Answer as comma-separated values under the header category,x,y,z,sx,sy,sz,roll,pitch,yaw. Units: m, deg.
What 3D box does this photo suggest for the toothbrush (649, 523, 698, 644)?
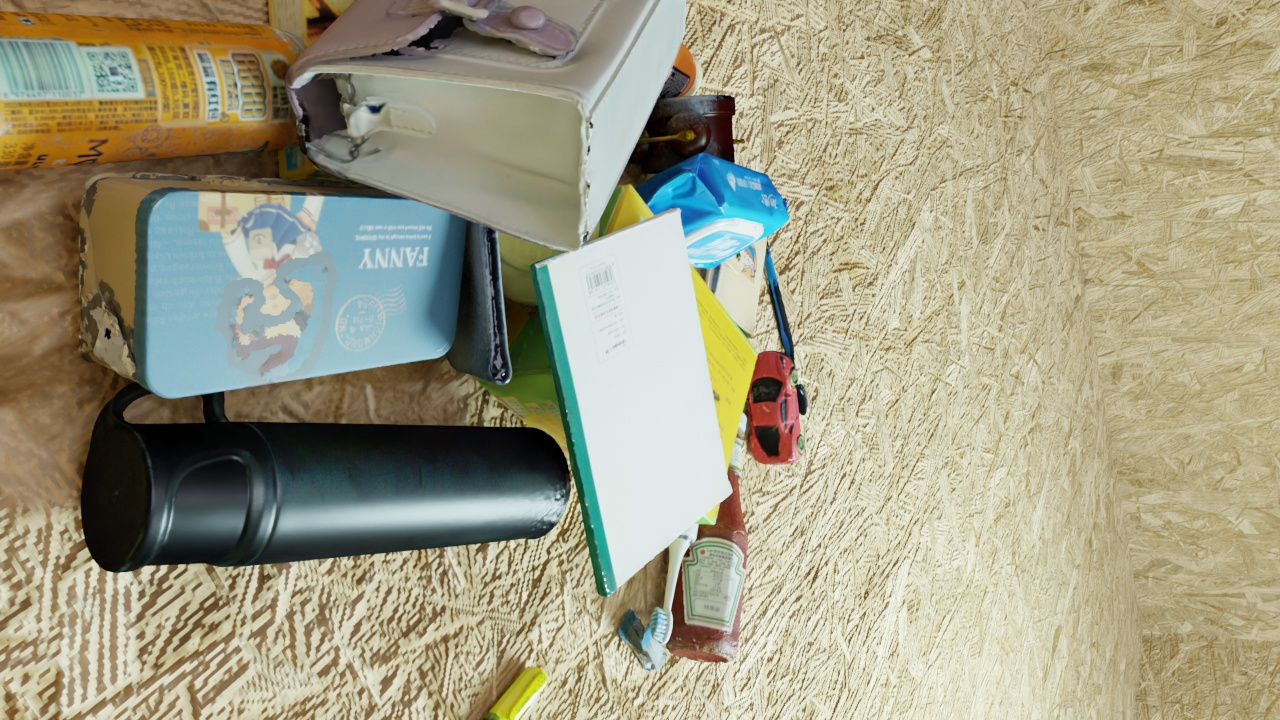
category,x,y,z,sx,sy,sz,roll,pitch,yaw
toothbrush,0.035,0.112,0.717,0.026,0.027,0.220,37,50,-32

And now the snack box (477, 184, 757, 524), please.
category,x,y,z,sx,sy,sz,roll,pitch,yaw
snack box,-0.004,0.004,0.656,0.210,0.070,0.157,48,50,-42

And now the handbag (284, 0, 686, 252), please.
category,x,y,z,sx,sy,sz,roll,pitch,yaw
handbag,-0.063,-0.159,0.453,0.099,0.145,0.196,90,14,-45

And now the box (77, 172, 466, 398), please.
category,x,y,z,sx,sy,sz,roll,pitch,yaw
box,-0.159,-0.040,0.433,0.183,0.060,0.090,-14,117,-52

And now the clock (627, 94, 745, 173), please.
category,x,y,z,sx,sy,sz,roll,pitch,yaw
clock,0.029,-0.176,0.717,0.121,0.082,0.055,-22,110,-56

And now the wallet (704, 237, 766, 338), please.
category,x,y,z,sx,sy,sz,roll,pitch,yaw
wallet,0.088,-0.089,0.840,0.087,0.024,0.115,36,59,-46

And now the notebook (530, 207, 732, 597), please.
category,x,y,z,sx,sy,sz,roll,pitch,yaw
notebook,0.001,0.022,0.580,0.150,0.012,0.209,-30,116,-49

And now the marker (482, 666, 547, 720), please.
category,x,y,z,sx,sy,sz,roll,pitch,yaw
marker,-0.095,0.230,0.546,0.123,0.015,0.018,-43,117,-47

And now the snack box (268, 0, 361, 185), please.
category,x,y,z,sx,sy,sz,roll,pitch,yaw
snack box,-0.154,-0.162,0.496,0.086,0.034,0.140,-1,89,-56

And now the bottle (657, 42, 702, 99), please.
category,x,y,z,sx,sy,sz,roll,pitch,yaw
bottle,0.010,-0.232,0.719,0.149,0.067,0.067,-10,94,-63

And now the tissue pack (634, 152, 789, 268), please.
category,x,y,z,sx,sy,sz,roll,pitch,yaw
tissue pack,0.048,-0.111,0.718,0.156,0.095,0.052,-1,66,-55

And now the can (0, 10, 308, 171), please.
category,x,y,z,sx,sy,sz,roll,pitch,yaw
can,-0.210,-0.114,0.387,0.145,0.058,0.058,-24,105,-53

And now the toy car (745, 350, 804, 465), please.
category,x,y,z,sx,sy,sz,roll,pitch,yaw
toy car,0.121,0.044,0.848,0.031,0.049,0.106,-7,93,-57

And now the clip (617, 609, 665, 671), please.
category,x,y,z,sx,sy,sz,roll,pitch,yaw
clip,0.004,0.213,0.688,0.027,0.045,0.058,-61,138,-40

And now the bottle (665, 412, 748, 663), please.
category,x,y,z,sx,sy,sz,roll,pitch,yaw
bottle,0.059,0.136,0.743,0.059,0.060,0.205,40,50,-45

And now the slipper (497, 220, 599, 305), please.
category,x,y,z,sx,sy,sz,roll,pitch,yaw
slipper,-0.057,-0.129,0.553,0.091,0.082,0.190,4,72,-15

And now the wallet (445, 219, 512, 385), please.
category,x,y,z,sx,sy,sz,roll,pitch,yaw
wallet,-0.094,-0.050,0.510,0.019,0.097,0.121,-7,96,-24

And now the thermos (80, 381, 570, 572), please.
category,x,y,z,sx,sy,sz,roll,pitch,yaw
thermos,-0.140,0.053,0.462,0.242,0.069,0.090,10,58,-54

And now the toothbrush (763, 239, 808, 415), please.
category,x,y,z,sx,sy,sz,roll,pitch,yaw
toothbrush,0.145,-0.034,0.923,0.016,0.014,0.189,-33,112,-53
